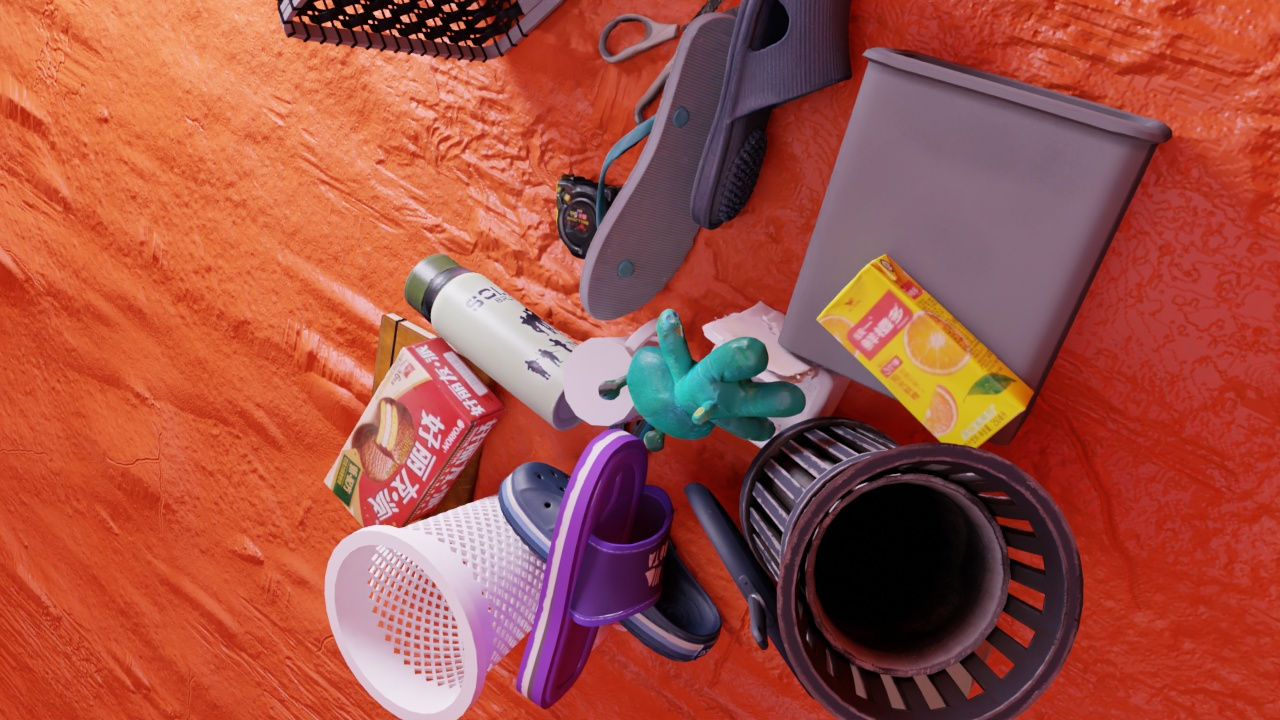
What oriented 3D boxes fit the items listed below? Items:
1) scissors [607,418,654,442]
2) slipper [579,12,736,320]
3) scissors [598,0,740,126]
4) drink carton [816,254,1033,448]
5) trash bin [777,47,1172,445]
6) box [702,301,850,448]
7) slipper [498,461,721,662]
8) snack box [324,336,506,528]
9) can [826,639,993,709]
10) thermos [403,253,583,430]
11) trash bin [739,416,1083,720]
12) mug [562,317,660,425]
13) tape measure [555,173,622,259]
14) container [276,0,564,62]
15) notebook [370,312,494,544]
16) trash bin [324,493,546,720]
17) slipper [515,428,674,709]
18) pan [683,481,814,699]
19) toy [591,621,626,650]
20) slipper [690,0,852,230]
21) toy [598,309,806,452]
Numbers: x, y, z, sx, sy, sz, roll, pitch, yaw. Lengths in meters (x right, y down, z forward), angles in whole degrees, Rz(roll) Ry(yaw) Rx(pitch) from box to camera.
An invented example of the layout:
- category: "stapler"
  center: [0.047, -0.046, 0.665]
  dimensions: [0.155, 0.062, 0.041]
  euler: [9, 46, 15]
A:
- category: "scissors"
  center: [-0.006, 0.056, 0.878]
  dimensions: [0.125, 0.019, 0.156]
  euler: [-16, 93, 34]
- category: "slipper"
  center: [0.018, -0.158, 0.771]
  dimensions: [0.055, 0.098, 0.269]
  euler: [46, 118, 43]
- category: "scissors"
  center: [0.032, -0.261, 0.767]
  dimensions: [0.158, 0.012, 0.162]
  euler: [18, 113, 27]
- category: "drink carton"
  center: [0.187, -0.004, 0.609]
  dimensions: [0.134, 0.042, 0.059]
  euler: [46, 123, 12]
- category: "trash bin"
  center: [0.221, -0.083, 0.644]
  dimensions: [0.192, 0.097, 0.220]
  euler: [27, 118, 24]
- category: "box"
  center: [0.096, 0.015, 0.730]
  dimensions: [0.108, 0.136, 0.129]
  euler: [35, 121, 18]
- category: "slipper"
  center: [-0.018, 0.174, 0.874]
  dimensions: [0.253, 0.104, 0.095]
  euler: [39, 118, 14]
- category: "snack box"
  center: [-0.252, 0.095, 1.006]
  dimensions: [0.113, 0.060, 0.237]
  euler: [46, 123, 12]
- category: "can"
  center: [0.216, 0.224, 0.750]
  dimensions: [0.128, 0.073, 0.128]
  euler: [10, 109, 31]
- category: "thermos"
  center: [-0.138, -0.024, 0.905]
  dimensions: [0.231, 0.082, 0.082]
  euler: [35, 120, 26]
- category: "trash bin"
  center: [0.150, 0.118, 0.602]
  dimensions: [0.164, 0.227, 0.164]
  euler: [0, 94, -2]
- category: "mug"
  center: [-0.005, 0.005, 0.804]
  dimensions: [0.073, 0.089, 0.105]
  euler: [43, 111, 20]
- category: "tape measure"
  center: [-0.044, -0.129, 0.837]
  dimensions: [0.071, 0.042, 0.072]
  euler: [17, 108, 27]
- category: "container"
  center: [-0.168, -0.417, 0.714]
  dimensions: [0.248, 0.244, 0.243]
  euler: [-28, 84, 35]
- category: "notebook"
  center: [-0.255, 0.084, 1.052]
  dimensions: [0.178, 0.014, 0.250]
  euler: [26, 116, 24]
- category: "trash bin"
  center: [-0.172, 0.225, 0.925]
  dimensions: [0.196, 0.199, 0.196]
  euler: [10, 109, 31]
- category: "slipper"
  center: [-0.022, 0.188, 0.761]
  dimensions: [0.084, 0.107, 0.267]
  euler: [26, 113, 22]
- category: "pan"
  center: [0.088, 0.175, 0.682]
  dimensions: [0.021, 0.356, 0.198]
  euler: [-32, 81, 2]
- category: "toy"
  center: [-0.045, 0.253, 0.911]
  dimensions: [0.047, 0.109, 0.063]
  euler: [0, 103, 57]
- category: "slipper"
  center: [0.113, -0.209, 0.685]
  dimensions: [0.082, 0.101, 0.264]
  euler: [28, 123, 15]
- category: "toy"
  center: [0.039, 0.026, 0.680]
  dimensions: [0.130, 0.072, 0.194]
  euler: [49, 152, -15]
